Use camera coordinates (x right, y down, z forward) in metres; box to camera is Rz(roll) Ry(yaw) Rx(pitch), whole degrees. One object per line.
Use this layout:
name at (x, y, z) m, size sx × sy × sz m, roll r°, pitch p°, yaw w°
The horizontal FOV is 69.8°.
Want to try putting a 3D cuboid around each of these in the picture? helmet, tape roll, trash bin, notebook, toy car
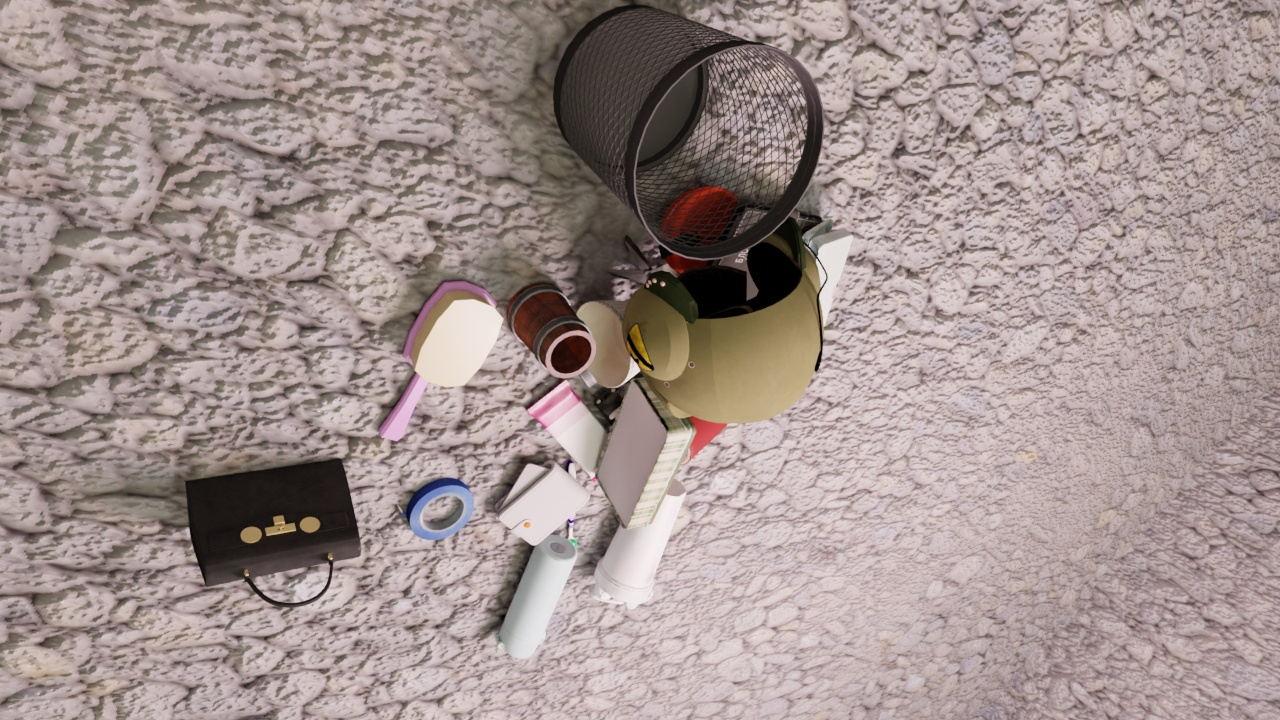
helmet at (0.089, -0.042, 1.075) m, size 0.249 × 0.256 × 0.233 m, roll -26°, pitch 125°, yaw -23°
tape roll at (-0.273, 0.204, 1.254) m, size 0.093 × 0.016 × 0.091 m, roll -32°, pitch 133°, yaw -9°
trash bin at (0.038, -0.255, 0.977) m, size 0.217 × 0.227 × 0.218 m, roll -17°, pitch 129°, yaw -22°
notebook at (0.166, -0.134, 1.256) m, size 0.208 × 0.029 × 0.170 m, roll -4°, pitch 127°, yaw -49°
toy car at (-0.029, 0.076, 1.303) m, size 0.040 × 0.037 × 0.092 m, roll -38°, pitch 134°, yaw -4°

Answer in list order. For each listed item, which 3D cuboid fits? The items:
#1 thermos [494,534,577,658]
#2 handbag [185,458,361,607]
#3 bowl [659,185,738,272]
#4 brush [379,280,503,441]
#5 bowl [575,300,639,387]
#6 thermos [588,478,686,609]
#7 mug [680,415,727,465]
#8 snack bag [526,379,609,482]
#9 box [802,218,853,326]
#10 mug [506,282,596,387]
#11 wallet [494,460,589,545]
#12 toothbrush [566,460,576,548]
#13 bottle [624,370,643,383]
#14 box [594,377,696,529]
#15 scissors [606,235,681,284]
thermos at (-0.160, 0.366, 1.408) m, size 0.077 × 0.065 × 0.207 m, roll 10°, pitch 116°, yaw -29°
handbag at (-0.411, 0.211, 1.049) m, size 0.175 × 0.195 × 0.072 m, roll -7°, pitch 124°, yaw -29°
bowl at (0.071, -0.174, 1.189) m, size 0.121 × 0.035 × 0.122 m, roll -17°, pitch 129°, yaw -22°
brush at (-0.251, 0.011, 1.113) m, size 0.089 × 0.043 × 0.229 m, roll 21°, pitch 109°, yaw -40°
bowl at (-0.028, -0.028, 1.187) m, size 0.062 × 0.115 × 0.115 m, roll -21°, pitch 132°, yaw -38°
thermos at (0.001, 0.286, 1.435) m, size 0.099 × 0.099 × 0.221 m, roll 8°, pitch 113°, yaw -36°
mug at (0.053, 0.095, 1.329) m, size 0.096 × 0.117 × 0.080 m, roll -38°, pitch 109°, yaw -41°
snack bag at (-0.085, 0.103, 1.302) m, size 0.070 × 0.016 × 0.196 m, roll -38°, pitch 133°, yaw -1°
box at (0.244, -0.102, 1.312) m, size 0.083 × 0.067 × 0.199 m, roll -48°, pitch 156°, yaw -40°
mug at (-0.100, -0.024, 1.135) m, size 0.081 × 0.111 × 0.117 m, roll -37°, pitch 134°, yaw -4°
wallet at (-0.150, 0.197, 1.308) m, size 0.118 × 0.037 × 0.115 m, roll -40°, pitch 126°, yaw 4°
toothbrush at (-0.104, 0.224, 1.377) m, size 0.015 × 0.016 × 0.187 m, roll -13°, pitch 128°, yaw -22°
bottle at (-0.008, 0.007, 1.262) m, size 0.112 × 0.047 × 0.047 m, roll -3°, pitch 122°, yaw -31°
box at (0.002, 0.128, 1.263) m, size 0.050 × 0.117 × 0.206 m, roll -5°, pitch 133°, yaw -31°
scissors at (0.042, -0.097, 1.228) m, size 0.179 × 0.015 × 0.199 m, roll -29°, pitch 121°, yaw -25°
